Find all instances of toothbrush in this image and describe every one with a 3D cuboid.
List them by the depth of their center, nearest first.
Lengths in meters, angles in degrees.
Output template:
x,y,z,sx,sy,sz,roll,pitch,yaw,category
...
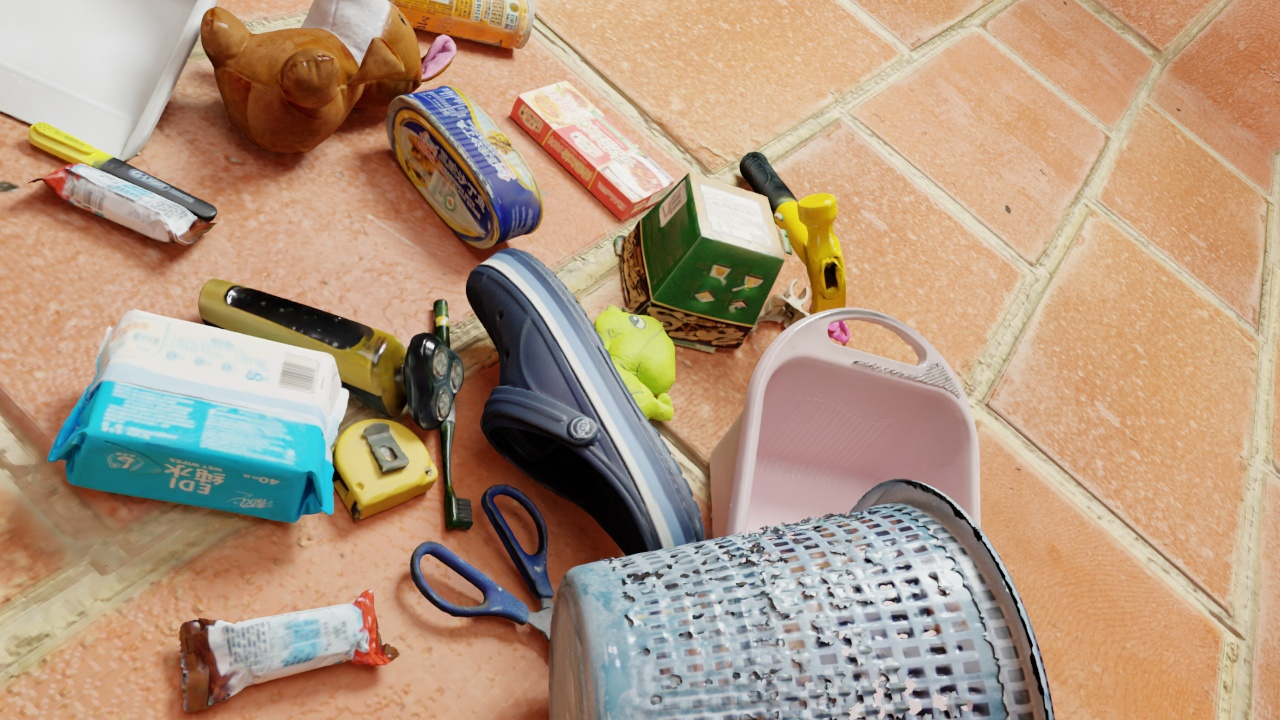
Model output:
x,y,z,sx,sy,sz,roll,pitch,yaw,category
-0.128,0.031,0.617,0.017,0.012,0.185,13,46,-31,toothbrush

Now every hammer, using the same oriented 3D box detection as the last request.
x,y,z,sx,sy,sz,roll,pitch,yaw,category
0.135,-0.134,0.847,0.033,0.129,0.300,-13,30,1,hammer

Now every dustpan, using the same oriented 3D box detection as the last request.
x,y,z,sx,sy,sz,roll,pitch,yaw,category
0.155,0.106,0.637,0.222,0.139,0.272,12,47,-25,dustpan
-0.405,-0.306,0.647,0.222,0.143,0.257,23,42,-13,dustpan

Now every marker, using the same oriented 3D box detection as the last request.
x,y,z,sx,sy,sz,roll,pitch,yaw,category
-0.345,-0.125,0.615,0.124,0.015,0.018,26,39,-13,marker

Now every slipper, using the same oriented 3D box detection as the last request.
x,y,z,sx,sy,sz,roll,pitch,yaw,category
-0.053,0.042,0.599,0.095,0.105,0.252,-26,64,-20,slipper

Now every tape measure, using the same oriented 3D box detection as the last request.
x,y,z,sx,sy,sz,roll,pitch,yaw,category
-0.158,0.062,0.557,0.059,0.029,0.057,-19,64,-42,tape measure

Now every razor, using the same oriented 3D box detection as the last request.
x,y,z,sx,sy,sz,roll,pitch,yaw,category
-0.193,-0.010,0.578,0.167,0.068,0.062,22,43,-5,razor

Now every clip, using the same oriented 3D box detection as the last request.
x,y,z,sx,sy,sz,roll,pitch,yaw,category
0.125,-0.047,0.832,0.094,0.035,0.102,17,41,-21,clip

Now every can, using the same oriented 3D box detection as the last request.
x,y,z,sx,sy,sz,roll,pitch,yaw,category
-0.141,-0.154,0.728,0.049,0.075,0.148,-28,72,-41,can
-0.179,-0.342,0.883,0.145,0.058,0.058,2,52,-32,can

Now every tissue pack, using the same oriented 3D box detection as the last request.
x,y,z,sx,sy,sz,roll,pitch,yaw,category
-0.235,0.034,0.506,0.140,0.063,0.089,15,45,-23,tissue pack

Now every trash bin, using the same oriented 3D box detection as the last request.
x,y,z,sx,sy,sz,roll,pitch,yaw,category
0.057,0.176,0.469,0.195,0.227,0.226,1,51,-13,trash bin

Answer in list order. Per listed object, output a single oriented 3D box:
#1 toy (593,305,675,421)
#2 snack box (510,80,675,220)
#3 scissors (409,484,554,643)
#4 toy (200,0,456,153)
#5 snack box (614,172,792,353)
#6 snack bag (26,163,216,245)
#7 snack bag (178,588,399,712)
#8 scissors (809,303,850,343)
x,y,z,sx,sy,sz,roll,pitch,yaw,category
-0.004,0.004,0.706,0.096,0.031,0.099,43,46,2,toy
-0.045,-0.200,0.867,0.153,0.026,0.075,44,43,9,snack box
-0.065,0.151,0.542,0.155,0.012,0.166,3,58,-31,scissors
-0.241,-0.243,0.718,0.140,0.131,0.199,28,32,11,toy
0.053,-0.088,0.769,0.117,0.106,0.118,12,46,-23,snack box
-0.332,-0.101,0.591,0.104,0.026,0.048,25,20,-14,snack bag
-0.178,0.145,0.470,0.105,0.026,0.045,-3,64,-33,snack bag
0.178,-0.068,0.900,0.054,0.017,0.133,31,36,-27,scissors
